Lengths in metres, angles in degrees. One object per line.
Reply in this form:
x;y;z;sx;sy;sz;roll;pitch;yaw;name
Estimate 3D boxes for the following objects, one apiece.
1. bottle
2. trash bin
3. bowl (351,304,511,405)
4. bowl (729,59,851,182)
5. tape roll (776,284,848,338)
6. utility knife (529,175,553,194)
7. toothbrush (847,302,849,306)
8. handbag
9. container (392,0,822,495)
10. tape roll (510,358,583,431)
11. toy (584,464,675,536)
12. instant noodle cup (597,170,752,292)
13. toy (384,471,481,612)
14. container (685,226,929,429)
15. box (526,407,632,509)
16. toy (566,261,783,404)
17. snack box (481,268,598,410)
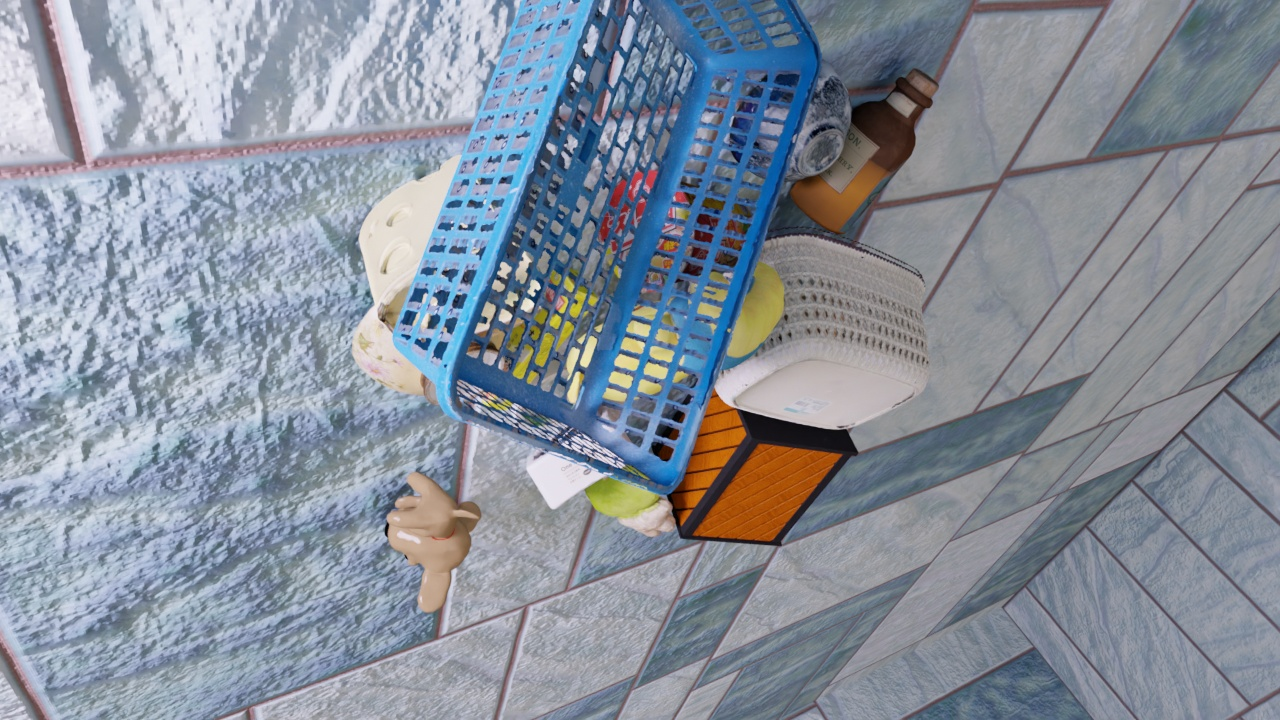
0.212;-0.196;0.848;0.067;0.068;0.157;6;130;-45;bottle
0.126;0.104;1.067;0.139;0.139;0.172;9;130;-26;trash bin
-0.159;-0.008;0.762;0.145;0.063;0.145;-26;154;-14;bowl
0.140;-0.196;0.793;0.114;0.060;0.115;-22;145;-17;bowl
0.198;-0.044;1.073;0.094;0.027;0.094;-23;146;-17;tape roll
-0.140;-0.095;0.722;0.175;0.015;0.031;-36;151;6;utility knife
0.229;-0.016;1.151;0.013;0.013;0.168;-22;147;-32;toothbrush
-0.137;-0.072;0.648;0.111;0.119;0.081;-25;135;-6;handbag
-0.012;-0.114;0.599;0.257;0.089;0.362;31;76;-55;container
-0.088;0.035;0.937;0.093;0.018;0.094;-22;146;-16;tape roll
-0.006;0.159;1.032;0.092;0.043;0.118;-26;121;34;toy
0.041;-0.111;0.794;0.112;0.100;0.101;-7;139;-47;instant noodle cup
-0.214;0.172;0.943;0.106;0.133;0.108;14;141;5;toy
0.173;-0.025;0.925;0.251;0.143;0.185;14;148;-34;container
-0.072;0.085;0.971;0.107;0.095;0.102;-30;-174;0;box
0.025;-0.017;0.809;0.215;0.084;0.148;-23;178;36;toy
-0.099;-0.019;0.835;0.028;0.040;0.148;12;126;-49;snack box
